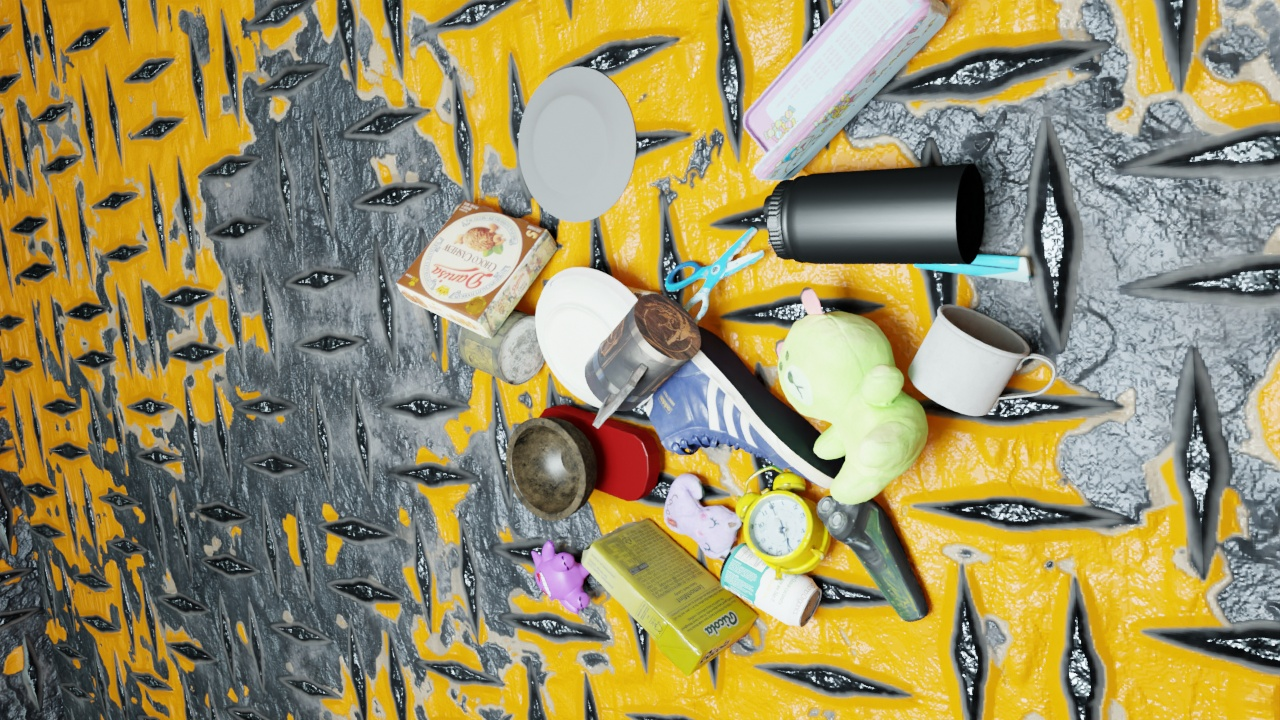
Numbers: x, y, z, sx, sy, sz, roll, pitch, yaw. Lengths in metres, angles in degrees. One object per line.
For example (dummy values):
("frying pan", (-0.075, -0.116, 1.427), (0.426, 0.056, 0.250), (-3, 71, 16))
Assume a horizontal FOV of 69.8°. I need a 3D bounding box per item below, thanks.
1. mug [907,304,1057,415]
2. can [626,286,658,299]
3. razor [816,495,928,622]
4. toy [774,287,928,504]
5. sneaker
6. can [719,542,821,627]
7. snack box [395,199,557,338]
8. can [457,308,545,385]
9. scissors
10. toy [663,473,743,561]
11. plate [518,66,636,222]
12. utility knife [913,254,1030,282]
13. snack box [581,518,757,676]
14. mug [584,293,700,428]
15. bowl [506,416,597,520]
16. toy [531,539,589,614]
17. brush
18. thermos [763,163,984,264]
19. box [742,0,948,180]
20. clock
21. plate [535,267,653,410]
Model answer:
("mug", (0.300, 0.006, 0.808), (0.113, 0.084, 0.071), (33, 118, 21))
("can", (-0.017, -0.066, 1.051), (0.080, 0.038, 0.038), (14, 107, 33))
("razor", (0.231, 0.195, 0.905), (0.054, 0.067, 0.151), (-33, 87, 40))
("toy", (0.198, 0.029, 0.861), (0.150, 0.107, 0.196), (99, 162, -57))
("sneaker", (0.096, 0.084, 0.963), (0.233, 0.091, 0.119), (46, 117, 21))
("can", (0.139, 0.240, 0.984), (0.102, 0.054, 0.055), (25, 112, 30))
("snack box", (-0.200, -0.115, 1.122), (0.143, 0.041, 0.146), (24, 70, 30))
("can", (-0.170, -0.023, 1.138), (0.075, 0.089, 0.090), (22, 111, 31))
("scissors", (0.074, -0.098, 0.980), (0.140, 0.013, 0.118), (-50, 36, 11))
("toy", (0.069, 0.175, 1.034), (0.100, 0.036, 0.080), (27, 114, 31))
("plate", (-0.081, -0.253, 1.079), (0.179, 0.012, 0.178), (7, 103, 35))
("utility knife", (0.275, -0.090, 0.850), (0.167, 0.015, 0.022), (9, 105, 37))
("snack box", (0.028, 0.258, 1.028), (0.181, 0.121, 0.045), (39, 118, 25))
("mug", (-0.006, 0.005, 0.939), (0.080, 0.115, 0.107), (35, 133, -10))
("bowl", (-0.095, 0.122, 1.077), (0.121, 0.056, 0.121), (7, 103, 35))
("toy", (-0.100, 0.273, 1.166), (0.088, 0.055, 0.106), (-13, 101, 41))
("brush", (-0.049, 0.108, 1.104), (0.174, 0.041, 0.082), (15, 107, 33))
("thermos", (0.204, -0.132, 0.848), (0.199, 0.086, 0.086), (4, 101, 35))
("box", (0.171, -0.267, 0.843), (0.215, 0.091, 0.090), (-45, 73, 33))
("clock", (0.146, 0.166, 0.955), (0.083, 0.057, 0.118), (-32, 56, 16))
("plate", (-0.058, -0.017, 1.061), (0.182, 0.034, 0.183), (20, 127, 30))
